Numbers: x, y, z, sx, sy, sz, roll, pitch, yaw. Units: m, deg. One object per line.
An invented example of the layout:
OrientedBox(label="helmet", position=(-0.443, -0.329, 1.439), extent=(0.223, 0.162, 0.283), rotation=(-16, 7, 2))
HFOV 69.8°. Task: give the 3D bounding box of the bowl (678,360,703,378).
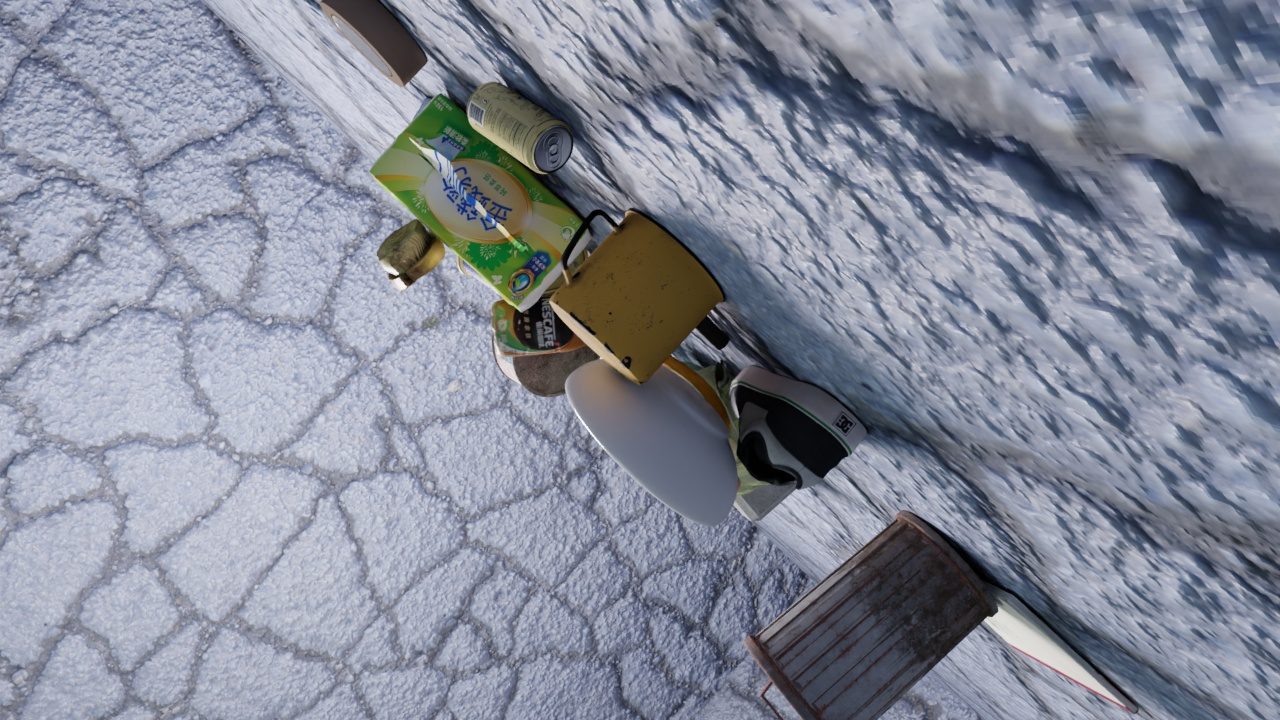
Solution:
OrientedBox(label="bowl", position=(0.038, 0.051, 1.069), extent=(0.151, 0.151, 0.076), rotation=(46, -145, -35))

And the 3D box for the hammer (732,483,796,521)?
OrientedBox(label="hammer", position=(0.061, 0.054, 1.189), extent=(0.317, 0.083, 0.163), rotation=(50, 174, -5))

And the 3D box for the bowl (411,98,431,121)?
OrientedBox(label="bowl", position=(-0.199, -0.200, 0.987), extent=(0.150, 0.074, 0.150), rotation=(41, 175, 4))

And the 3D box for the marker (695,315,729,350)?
OrientedBox(label="marker", position=(0.030, -0.053, 0.783), extent=(0.021, 0.017, 0.124), rotation=(-30, 117, 38))

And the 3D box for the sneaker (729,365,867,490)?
OrientedBox(label="sneaker", position=(0.110, 0.062, 0.794), extent=(0.084, 0.079, 0.235), rotation=(42, 175, -8))

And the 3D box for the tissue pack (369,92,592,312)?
OrientedBox(label="tissue pack", position=(-0.148, -0.146, 0.845), extent=(0.197, 0.120, 0.141), rotation=(36, 179, -2))

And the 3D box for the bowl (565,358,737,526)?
OrientedBox(label="bowl", position=(0.023, 0.054, 0.767), extent=(0.176, 0.066, 0.176), rotation=(42, -171, -8))

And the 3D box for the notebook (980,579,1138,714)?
OrientedBox(label="notebook", position=(0.359, 0.255, 0.884), extent=(0.153, 0.012, 0.209), rotation=(42, 175, -3))

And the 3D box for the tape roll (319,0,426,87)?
OrientedBox(label="tape roll", position=(-0.229, -0.281, 0.790), extent=(0.093, 0.030, 0.094), rotation=(42, 175, 4))

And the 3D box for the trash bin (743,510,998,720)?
OrientedBox(label="trash bin", position=(0.202, 0.252, 0.839), extent=(0.131, 0.211, 0.131), rotation=(50, 176, 5))

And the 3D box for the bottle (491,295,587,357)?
OrientedBox(label="bottle", position=(-0.068, -0.039, 0.943), extent=(0.059, 0.167, 0.059), rotation=(173, 92, -86))

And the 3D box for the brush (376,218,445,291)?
OrientedBox(label="brush", position=(-0.227, -0.108, 0.906), extent=(0.043, 0.059, 0.195), rotation=(54, 180, -20))

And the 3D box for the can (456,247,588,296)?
OrientedBox(label="can", position=(-0.126, -0.111, 0.991), extent=(0.092, 0.116, 0.057), rotation=(33, 129, 47))

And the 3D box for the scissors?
OrientedBox(label="scissors", position=(-0.004, 0.004, 0.881), extent=(0.225, 0.016, 0.217), rotation=(51, 142, 13))

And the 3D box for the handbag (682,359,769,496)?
OrientedBox(label="handbag", position=(0.081, 0.090, 0.963), extent=(0.186, 0.113, 0.116), rotation=(47, -147, -31))

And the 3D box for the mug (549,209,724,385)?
OrientedBox(label="mug", position=(-0.012, -0.052, 0.688), extent=(0.123, 0.094, 0.100), rotation=(45, 174, -30))

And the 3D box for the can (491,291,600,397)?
OrientedBox(label="can", position=(-0.102, -0.026, 1.036), extent=(0.044, 0.129, 0.130), rotation=(27, 166, 43))

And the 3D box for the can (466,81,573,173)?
OrientedBox(label="can", position=(-0.084, -0.162, 0.636), extent=(0.079, 0.038, 0.038), rotation=(39, 174, 34))
